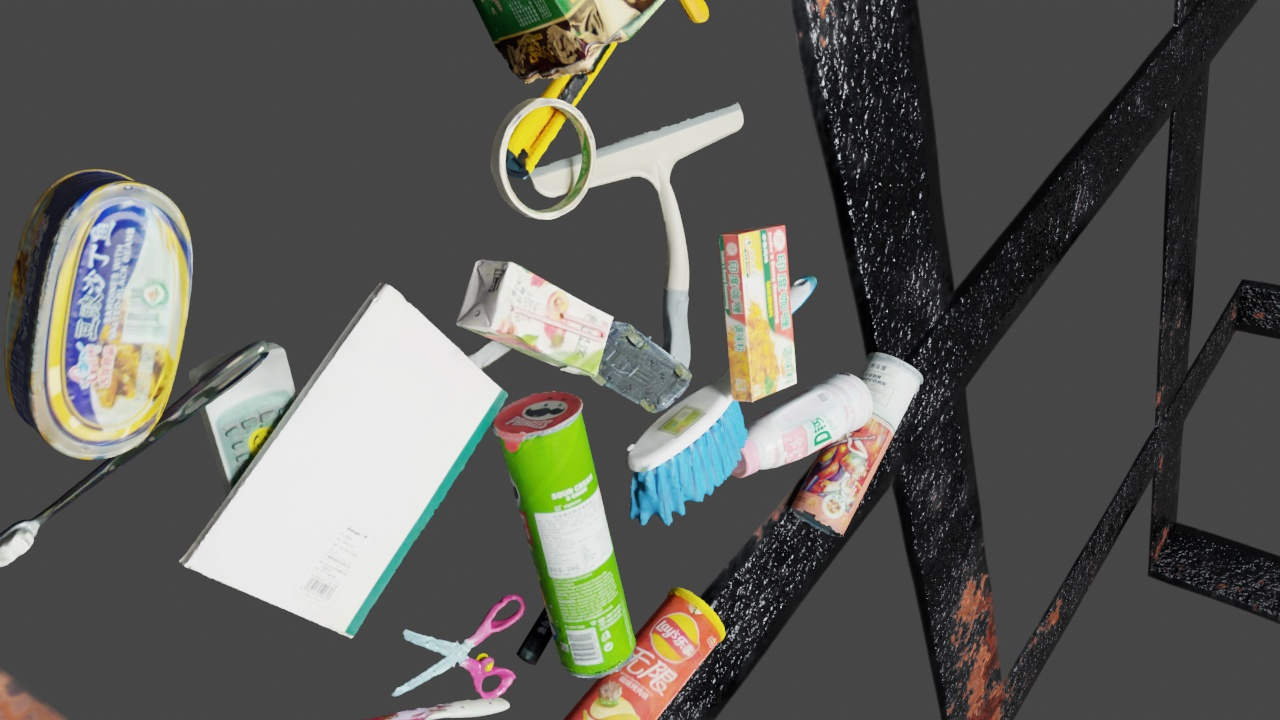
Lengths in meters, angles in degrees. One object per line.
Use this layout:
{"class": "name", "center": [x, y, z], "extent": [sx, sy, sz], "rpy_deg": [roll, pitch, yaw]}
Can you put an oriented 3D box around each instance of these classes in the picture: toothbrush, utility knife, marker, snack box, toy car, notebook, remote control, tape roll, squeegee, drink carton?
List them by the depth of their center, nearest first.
{"class": "toothbrush", "center": [-0.284, 0.049, 0.517], "extent": [0.180, 0.018, 0.016], "rpy_deg": [-43, 123, -19]}
{"class": "remote control", "center": [-0.239, 0.057, 0.581], "extent": [0.056, 0.019, 0.135], "rpy_deg": [-25, 122, -39]}
{"class": "snack box", "center": [-0.053, -0.263, 0.600], "extent": [0.117, 0.118, 0.105], "rpy_deg": [-52, 125, -19]}
{"class": "notebook", "center": [-0.186, 0.073, 0.622], "extent": [0.208, 0.012, 0.150], "rpy_deg": [-59, 141, -16]}
{"class": "tape roll", "center": [-0.069, -0.146, 0.667], "extent": [0.085, 0.014, 0.086], "rpy_deg": [-16, 115, -38]}
{"class": "utility knife", "center": [-0.049, -0.214, 0.685], "extent": [0.033, 0.015, 0.197], "rpy_deg": [44, 72, -45]}
{"class": "drink carton", "center": [-0.075, -0.030, 0.695], "extent": [0.122, 0.046, 0.053], "rpy_deg": [26, 76, -48]}
{"class": "marker", "center": [0.019, -0.317, 0.722], "extent": [0.124, 0.015, 0.018], "rpy_deg": [46, 69, -42]}
{"class": "toothbrush", "center": [-0.178, 0.289, 0.736], "extent": [0.187, 0.016, 0.017], "rpy_deg": [14, 102, -48]}
{"class": "toy car", "center": [-0.005, 0.005, 0.791], "extent": [0.054, 0.036, 0.120], "rpy_deg": [-46, 135, 10]}
{"class": "squeegee", "center": [0.026, -0.074, 0.799], "extent": [0.245, 0.039, 0.247], "rpy_deg": [-28, 124, -37]}
{"class": "marker", "center": [-0.068, 0.209, 0.821], "extent": [0.131, 0.020, 0.022], "rpy_deg": [-58, 146, -15]}
{"class": "snack box", "center": [0.110, -0.045, 0.861], "extent": [0.076, 0.027, 0.156], "rpy_deg": [-18, 106, -46]}

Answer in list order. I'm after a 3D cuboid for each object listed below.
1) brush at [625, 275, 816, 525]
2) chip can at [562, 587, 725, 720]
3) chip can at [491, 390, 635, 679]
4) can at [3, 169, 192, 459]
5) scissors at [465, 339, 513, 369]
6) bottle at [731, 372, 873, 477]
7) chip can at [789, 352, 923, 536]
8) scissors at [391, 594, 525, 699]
{"class": "brush", "center": [0.092, 0.031, 0.903], "extent": [0.313, 0.061, 0.109], "rpy_deg": [-37, 125, -36]}
{"class": "chip can", "center": [-0.009, 0.323, 0.886], "extent": [0.216, 0.073, 0.073], "rpy_deg": [-45, 132, -26]}
{"class": "chip can", "center": [-0.059, 0.146, 0.749], "extent": [0.072, 0.072, 0.236], "rpy_deg": [-29, 118, -37]}
{"class": "can", "center": [-0.283, -0.024, 0.482], "extent": [0.074, 0.049, 0.148], "rpy_deg": [6, 100, -47]}
{"class": "scissors", "center": [-0.131, 0.000, 0.680], "extent": [0.140, 0.014, 0.173], "rpy_deg": [34, 78, -49]}
{"class": "bottle", "center": [0.167, 0.071, 0.986], "extent": [0.196, 0.068, 0.068], "rpy_deg": [-21, 119, -36]}
{"class": "chip can", "center": [0.254, 0.099, 1.083], "extent": [0.071, 0.071, 0.214], "rpy_deg": [41, 74, -46]}
{"class": "scissors", "center": [-0.142, 0.235, 0.756], "extent": [0.133, 0.017, 0.124], "rpy_deg": [41, 76, -42]}
